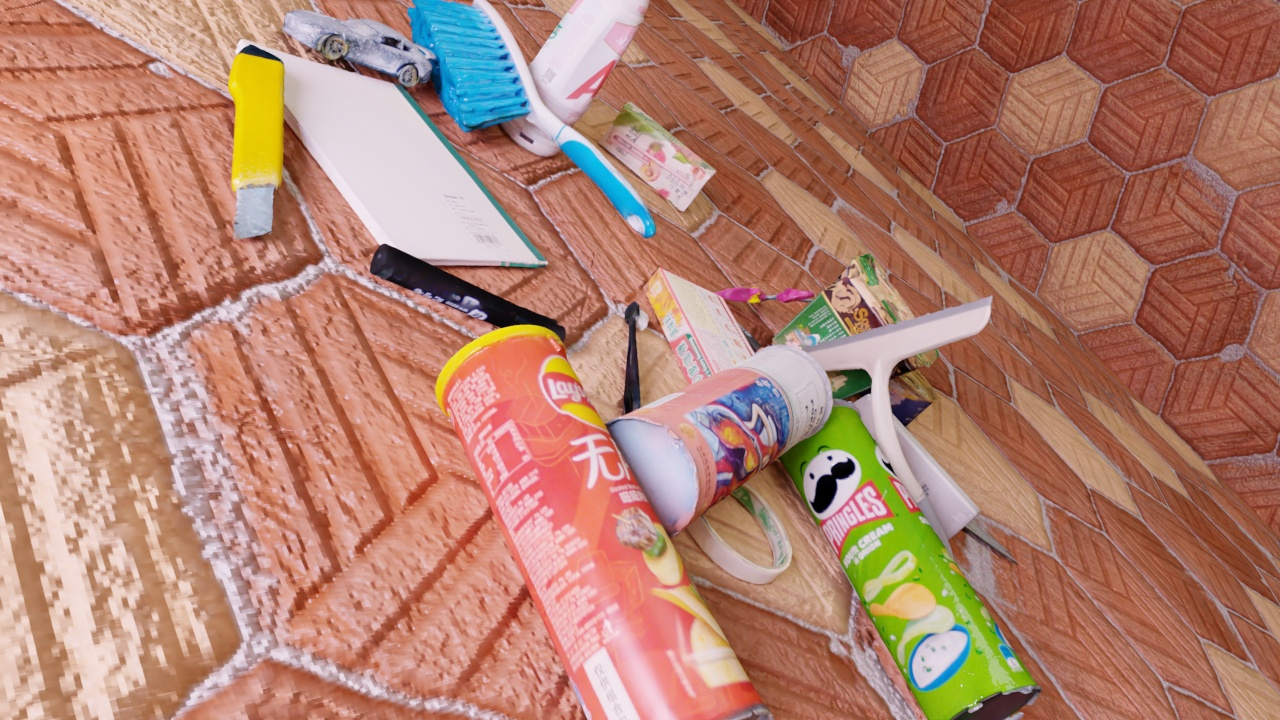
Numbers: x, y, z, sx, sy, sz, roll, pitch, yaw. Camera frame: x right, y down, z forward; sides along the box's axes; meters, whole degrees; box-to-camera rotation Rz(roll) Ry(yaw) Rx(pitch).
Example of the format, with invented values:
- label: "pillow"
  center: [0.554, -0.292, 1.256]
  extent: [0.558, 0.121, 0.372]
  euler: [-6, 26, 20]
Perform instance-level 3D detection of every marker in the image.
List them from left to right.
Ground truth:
- label: "marker"
  center: [-0.103, -0.038, 0.567]
  extent: [0.132, 0.020, 0.022]
  euler: [24, 41, -34]
- label: "marker"
  center: [0.099, -0.017, 0.830]
  extent: [0.124, 0.015, 0.018]
  euler: [47, 21, 16]

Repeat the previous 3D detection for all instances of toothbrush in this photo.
- label: "toothbrush"
  center: [-0.004, 0.004, 0.644]
  extent: [0.018, 0.016, 0.180]
  euler: [43, 21, -20]

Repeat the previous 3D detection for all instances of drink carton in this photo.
- label: "drink carton"
  center: [0.018, -0.222, 1.001]
  extent: [0.122, 0.054, 0.045]
  euler: [39, 26, -4]

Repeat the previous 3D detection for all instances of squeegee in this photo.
- label: "squeegee"
  center: [0.206, 0.094, 0.689]
  extent: [0.039, 0.247, 0.246]
  euler: [-17, 89, -19]

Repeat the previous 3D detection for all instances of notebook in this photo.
- label: "notebook"
  center: [-0.170, -0.141, 0.647]
  extent: [0.209, 0.012, 0.150]
  euler: [50, 26, 19]

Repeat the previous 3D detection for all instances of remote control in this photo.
- label: "remote control"
  center: [0.218, 0.093, 0.772]
  extent: [0.135, 0.056, 0.019]
  euler: [50, 26, 20]

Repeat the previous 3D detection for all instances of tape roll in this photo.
- label: "tape roll"
  center: [0.059, 0.102, 0.580]
  extent: [0.085, 0.014, 0.085]
  euler: [32, 26, -18]

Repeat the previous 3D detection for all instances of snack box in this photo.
- label: "snack box"
  center: [0.060, -0.008, 0.744]
  extent: [0.077, 0.027, 0.155]
  euler: [21, 32, -37]
- label: "snack box"
  center: [0.193, -0.021, 0.851]
  extent: [0.118, 0.106, 0.117]
  euler: [58, 27, 6]

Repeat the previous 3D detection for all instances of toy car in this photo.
- label: "toy car"
  center: [-0.217, -0.247, 0.713]
  extent: [0.054, 0.037, 0.120]
  euler: [39, 24, 32]

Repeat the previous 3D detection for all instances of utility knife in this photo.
- label: "utility knife"
  center: [-0.228, -0.132, 0.541]
  extent: [0.033, 0.015, 0.196]
  euler: [4, 45, -24]

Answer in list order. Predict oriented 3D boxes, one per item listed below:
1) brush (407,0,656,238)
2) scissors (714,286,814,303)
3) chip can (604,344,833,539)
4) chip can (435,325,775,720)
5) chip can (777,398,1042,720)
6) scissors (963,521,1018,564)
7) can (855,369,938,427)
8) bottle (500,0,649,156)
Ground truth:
- label: "brush"
  center: [-0.098, -0.206, 0.761]
  extent: [0.109, 0.061, 0.314]
  euler: [-14, 58, -23]
- label: "scissors"
  center: [0.134, -0.062, 0.889]
  extent: [0.133, 0.124, 0.017]
  euler: [1, 90, -43]
- label: "chip can"
  center: [0.050, 0.042, 0.560]
  extent: [0.071, 0.071, 0.214]
  euler: [48, 29, 13]
- label: "chip can"
  center: [-0.025, 0.082, 0.422]
  extent: [0.073, 0.073, 0.216]
  euler: [11, 39, -48]
- label: "chip can"
  center: [0.171, 0.134, 0.619]
  extent: [0.072, 0.072, 0.235]
  euler: [19, 33, -40]
- label: "scissors"
  center: [0.286, 0.133, 0.855]
  extent: [0.173, 0.014, 0.140]
  euler: [13, 38, -46]
- label: "can"
  center: [0.237, 0.003, 0.952]
  extent: [0.148, 0.049, 0.074]
  euler: [46, 26, 10]
- label: "bottle"
  center: [-0.050, -0.276, 0.819]
  extent: [0.068, 0.197, 0.068]
  euler: [32, 27, -19]
